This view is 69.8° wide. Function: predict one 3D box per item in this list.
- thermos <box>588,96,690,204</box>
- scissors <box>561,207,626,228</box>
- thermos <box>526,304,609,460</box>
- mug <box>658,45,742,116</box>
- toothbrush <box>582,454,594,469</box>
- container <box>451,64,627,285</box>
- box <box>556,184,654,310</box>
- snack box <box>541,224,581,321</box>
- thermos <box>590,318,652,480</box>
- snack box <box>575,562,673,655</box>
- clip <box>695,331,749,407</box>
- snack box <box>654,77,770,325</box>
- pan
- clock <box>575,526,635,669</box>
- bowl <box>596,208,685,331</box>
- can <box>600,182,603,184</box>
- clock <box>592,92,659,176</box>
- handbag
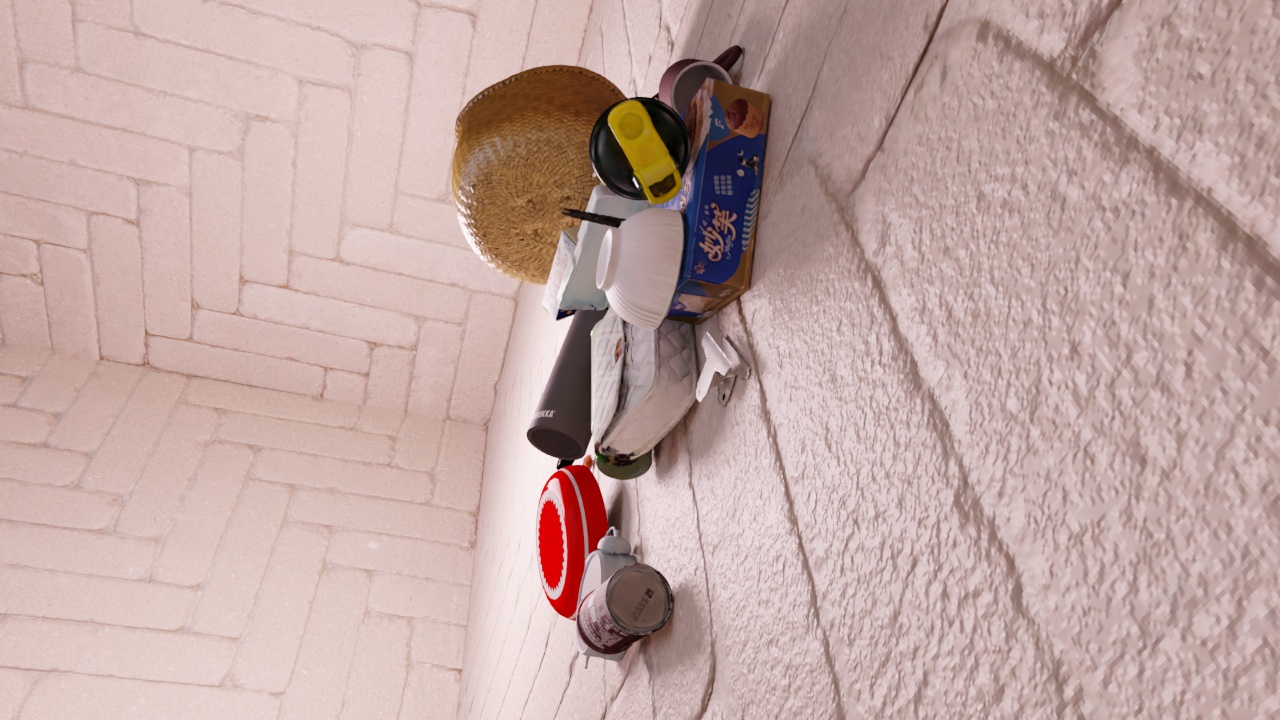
[{"bbox_3d":[-0.007,-0.213,0.927,0.220,0.098,0.098,-118,40,-76],"label":"thermos"},{"bbox_3d":[-0.004,-0.137,1.002,0.121,0.170,0.013,68,157,15],"label":"scissors"},{"bbox_3d":[-0.077,0.013,1.259,0.082,0.082,0.239,120,171,-56],"label":"thermos"},{"bbox_3d":[0.074,-0.317,1.046,0.106,0.073,0.082,-47,20,9],"label":"mug"},{"bbox_3d":[-0.086,0.227,1.391,0.018,0.016,0.182,131,148,-57],"label":"toothbrush"},{"bbox_3d":[-0.133,-0.270,1.402,0.196,0.306,0.308,-100,24,-49],"label":"container"},{"bbox_3d":[-0.017,-0.126,1.107,0.198,0.134,0.040,115,151,-49],"label":"box"},{"bbox_3d":[-0.063,-0.139,1.332,0.042,0.144,0.145,47,139,24],"label":"snack box"},{"bbox_3d":[-0.020,0.042,1.127,0.231,0.082,0.083,-93,18,-49],"label":"thermos"},{"bbox_3d":[-0.018,0.254,0.934,0.122,0.072,0.072,123,155,-59],"label":"snack box"},{"bbox_3d":[0.065,0.011,0.848,0.058,0.050,0.101,-63,15,13],"label":"clip"},{"bbox_3d":[0.063,-0.154,0.930,0.155,0.069,0.202,143,136,-72],"label":"snack box"},{"bbox_3d":[-0.102,0.180,1.274,0.209,0.067,0.355,129,136,-57],"label":"pan"},{"bbox_3d":[-0.040,0.274,1.079,0.123,0.045,0.159,120,156,-55],"label":"clock"},{"bbox_3d":[-0.005,-0.091,0.873,0.118,0.062,0.118,-170,91,-77],"label":"bowl"},{"bbox_3d":[-0.005,-0.209,1.224,0.116,0.092,0.056,-153,74,-77],"label":"can"},{"bbox_3d":[0.001,-0.287,1.216,0.155,0.065,0.114,-39,5,9],"label":"clock"},{"bbox_3d":[-0.006,0.006,1.018,0.139,0.072,0.194,-48,28,34],"label":"handbag"}]
